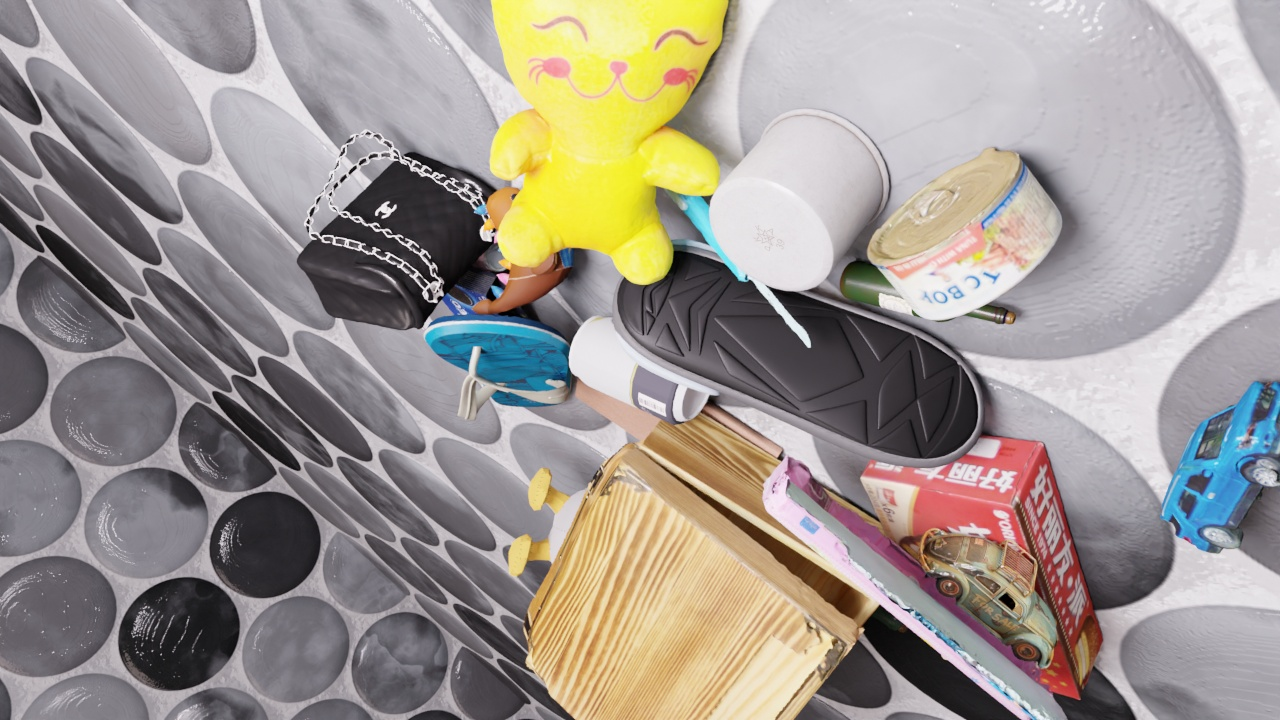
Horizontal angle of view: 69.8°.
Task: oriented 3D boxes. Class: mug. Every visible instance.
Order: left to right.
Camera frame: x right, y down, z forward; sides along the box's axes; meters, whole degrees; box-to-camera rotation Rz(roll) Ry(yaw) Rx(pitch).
[{"bbox_3d":[0.091,-0.082,0.541,0.084,0.070,0.113,27,148,21],"label":"mug"}]

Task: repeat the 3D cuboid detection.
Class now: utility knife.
[{"bbox_3d":[0.057,-0.068,0.588,0.169,0.015,0.022,56,156,26],"label":"utility knife"}]

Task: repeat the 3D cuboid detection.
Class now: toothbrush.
[{"bbox_3d":[-0.203,-0.099,0.911,0.223,0.027,0.026,4,94,47],"label":"toothbrush"}]

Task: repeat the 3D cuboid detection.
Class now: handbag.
[{"bbox_3d":[-0.195,-0.111,0.760,0.125,0.153,0.115,18,142,25],"label":"handbag"}]

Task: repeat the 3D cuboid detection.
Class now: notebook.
[{"bbox_3d":[0.028,0.057,0.880,0.209,0.008,0.142,34,151,11],"label":"notebook"}]

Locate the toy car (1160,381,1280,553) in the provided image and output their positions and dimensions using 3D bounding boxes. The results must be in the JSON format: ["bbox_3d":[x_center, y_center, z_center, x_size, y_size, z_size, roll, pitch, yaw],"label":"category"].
[{"bbox_3d":[0.315,0.059,0.493,0.044,0.056,0.120,25,150,27],"label":"toy car"}]

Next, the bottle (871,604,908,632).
[{"bbox_3d":[0.176,0.199,0.863,0.174,0.055,0.055,33,151,9],"label":"bottle"}]

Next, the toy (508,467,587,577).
[{"bbox_3d":[-0.009,0.212,1.031,0.267,0.140,0.247,18,172,-11],"label":"toy"}]

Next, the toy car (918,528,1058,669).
[{"bbox_3d":[0.236,0.147,0.598,0.112,0.047,0.047,40,130,2],"label":"toy car"}]

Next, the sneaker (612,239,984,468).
[{"bbox_3d":[0.103,0.006,0.656,0.257,0.093,0.160,23,173,5],"label":"sneaker"}]

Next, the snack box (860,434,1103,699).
[{"bbox_3d":[0.260,0.153,0.688,0.113,0.060,0.236,6,137,44],"label":"snack box"}]

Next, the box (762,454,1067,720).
[{"bbox_3d":[0.177,0.158,0.604,0.230,0.035,0.159,39,-171,4],"label":"box"}]

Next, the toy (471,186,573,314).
[{"bbox_3d":[-0.106,-0.088,0.741,0.090,0.103,0.070,57,-172,-3],"label":"toy"}]

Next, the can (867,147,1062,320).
[{"bbox_3d":[0.163,-0.063,0.465,0.043,0.086,0.086,47,151,-14],"label":"can"}]

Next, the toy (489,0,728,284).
[{"bbox_3d":[-0.018,-0.144,0.539,0.134,0.087,0.194,5,127,-1],"label":"toy"}]

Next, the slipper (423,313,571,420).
[{"bbox_3d":[-0.116,0.022,0.855,0.118,0.060,0.295,-6,165,0],"label":"slipper"}]

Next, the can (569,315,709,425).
[{"bbox_3d":[-0.005,0.005,0.785,0.127,0.064,0.064,23,148,28],"label":"can"}]

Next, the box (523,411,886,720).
[{"bbox_3d":[0.039,0.217,0.805,0.247,0.175,0.280,33,124,10],"label":"box"}]

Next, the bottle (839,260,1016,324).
[{"bbox_3d":[0.172,-0.038,0.554,0.106,0.025,0.025,19,146,33],"label":"bottle"}]

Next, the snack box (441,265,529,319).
[{"bbox_3d":[-0.146,-0.044,0.889,0.082,0.027,0.150,19,158,26],"label":"snack box"}]
